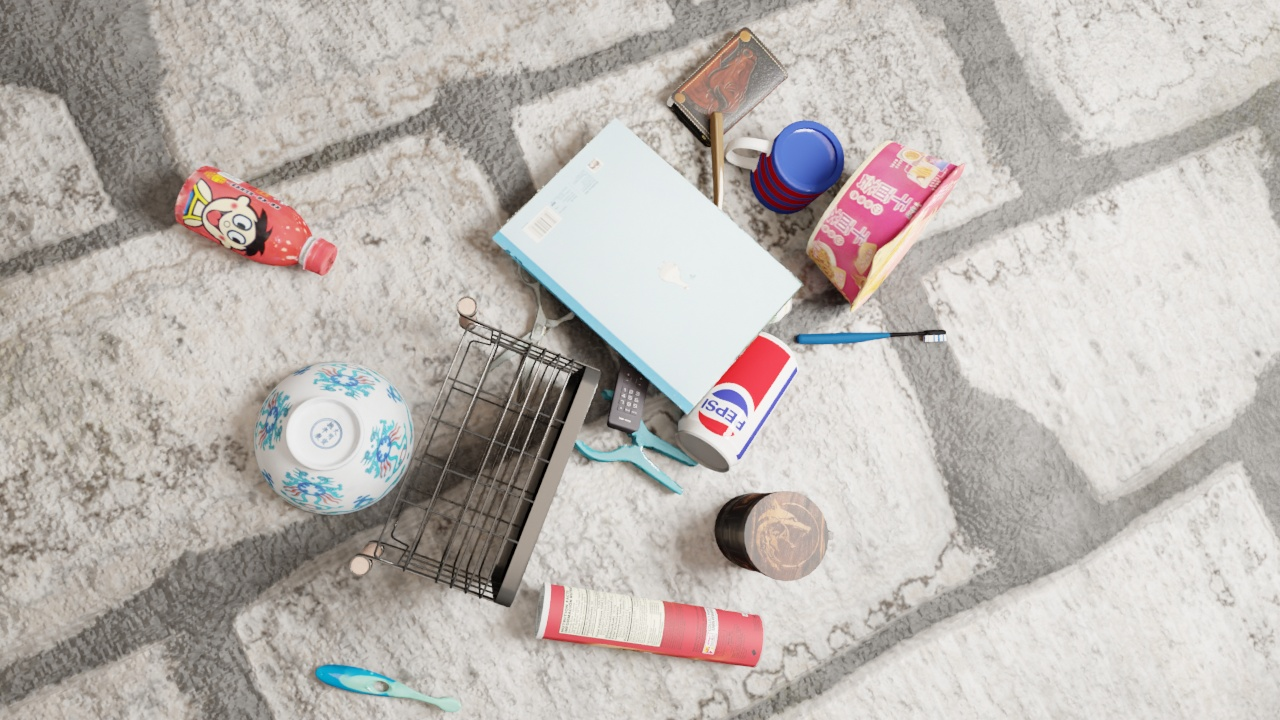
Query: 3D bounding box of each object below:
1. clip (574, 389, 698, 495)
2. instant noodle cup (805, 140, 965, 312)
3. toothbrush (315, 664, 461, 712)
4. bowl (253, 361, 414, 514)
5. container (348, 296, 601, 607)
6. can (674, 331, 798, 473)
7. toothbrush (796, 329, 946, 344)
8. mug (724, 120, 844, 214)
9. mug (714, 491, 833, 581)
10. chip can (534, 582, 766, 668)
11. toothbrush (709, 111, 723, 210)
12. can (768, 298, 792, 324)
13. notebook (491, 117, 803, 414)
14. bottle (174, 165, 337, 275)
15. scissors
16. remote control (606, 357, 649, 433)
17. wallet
[{"bbox_3d":[0.001,0.066,0.909,0.130,0.031,0.121,11,76,-9],"label":"clip"},{"bbox_3d":[0.236,-0.142,0.917,0.078,0.179,0.178,39,76,13],"label":"instant noodle cup"},{"bbox_3d":[-0.229,0.300,0.838,0.135,0.017,0.022,16,80,-6],"label":"toothbrush"},{"bbox_3d":[-0.279,0.067,0.827,0.144,0.074,0.144,1,82,-11],"label":"bowl"},{"bbox_3d":[-0.140,0.084,0.801,0.130,0.163,0.241,22,82,-8],"label":"container"},{"bbox_3d":[0.095,0.039,0.896,0.070,0.070,0.131,38,68,-4],"label":"can"},{"bbox_3d":[0.246,-0.024,0.972,0.167,0.014,0.014,-3,94,-10],"label":"toothbrush"},{"bbox_3d":[0.143,-0.204,0.945,0.112,0.076,0.075,19,79,-8],"label":"mug"},{"bbox_3d":[0.138,0.166,0.878,0.115,0.107,0.080,5,81,-11],"label":"mug"},{"bbox_3d":[0.010,0.252,0.871,0.214,0.052,0.051,11,80,-10],"label":"chip can"},{"bbox_3d":[0.082,-0.174,0.949,0.016,0.016,0.167,-3,92,-19],"label":"toothbrush"},{"bbox_3d":[0.097,-0.055,0.927,0.101,0.055,0.055,-17,86,-13],"label":"can"},{"bbox_3d":[0.008,-0.096,0.889,0.253,0.009,0.180,42,75,3],"label":"notebook"},{"bbox_3d":[-0.349,-0.122,0.845,0.137,0.062,0.062,26,78,-6],"label":"bottle"},{"bbox_3d":[-0.085,-0.032,0.905,0.161,0.014,0.141,-6,89,-8],"label":"scissors"},{"bbox_3d":[-0.005,0.005,0.904,0.032,0.015,0.136,18,64,-13],"label":"remote control"},{"bbox_3d":[0.093,-0.290,0.975,0.072,0.019,0.123,46,77,-3],"label":"wallet"}]
